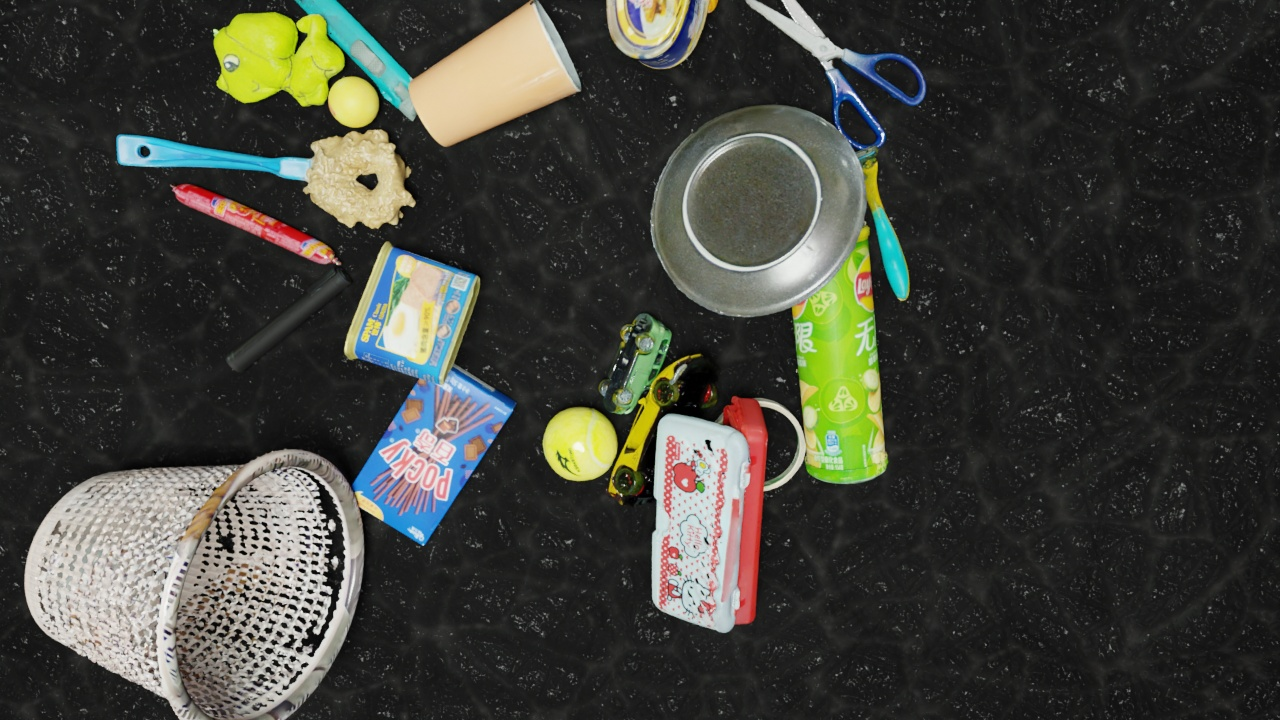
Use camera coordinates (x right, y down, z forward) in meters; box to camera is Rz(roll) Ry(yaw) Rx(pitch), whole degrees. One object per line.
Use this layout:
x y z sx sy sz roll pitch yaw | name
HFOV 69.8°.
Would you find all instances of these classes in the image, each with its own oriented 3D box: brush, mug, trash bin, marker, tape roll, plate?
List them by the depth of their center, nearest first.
-0.119 -0.225 0.736 0.123 0.078 0.078 -24 101 10 | mug
0.090 -0.125 0.739 0.180 0.024 0.179 -4 80 21 | plate
-0.374 0.177 0.758 0.192 0.227 0.227 5 103 19 | trash bin
-0.313 -0.162 0.770 0.255 0.045 0.083 7 106 2 | brush
-0.309 -0.035 0.803 0.132 0.022 0.020 -37 64 7 | marker
0.105 0.077 0.831 0.086 0.014 0.086 0 103 0 | tape roll

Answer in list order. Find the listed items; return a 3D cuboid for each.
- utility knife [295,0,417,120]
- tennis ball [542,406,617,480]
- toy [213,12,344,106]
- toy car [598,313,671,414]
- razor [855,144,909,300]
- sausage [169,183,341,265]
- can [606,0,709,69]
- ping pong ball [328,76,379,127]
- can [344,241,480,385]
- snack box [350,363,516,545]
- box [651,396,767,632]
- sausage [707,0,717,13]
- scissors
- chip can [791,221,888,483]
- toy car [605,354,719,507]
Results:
-0.241 -0.267 0.756 0.029 0.013 0.164 -43 99 9 | utility knife
-0.053 0.073 0.804 0.065 0.065 0.065 0 102 0 | tennis ball
-0.298 -0.248 0.751 0.100 0.031 0.097 32 104 -10 | toy
-0.005 0.005 0.799 0.036 0.043 0.091 24 94 -28 | toy car
0.204 -0.114 0.781 0.043 0.028 0.132 -18 100 30 | razor
-0.329 -0.117 0.786 0.156 0.020 0.020 24 101 -5 | sausage
0.017 -0.308 0.717 0.075 0.049 0.148 13 103 18 | can
-0.235 -0.212 0.754 0.040 0.040 0.040 0 102 0 | ping pong ball
-0.190 -0.037 0.773 0.083 0.057 0.102 19 77 -6 | can
-0.189 0.082 0.826 0.084 0.026 0.157 33 100 -6 | snack box
0.054 0.134 0.789 0.099 0.095 0.202 1 113 0 | box
0.067 -0.357 0.731 0.021 0.021 0.165 12 102 -3 | sausage
0.154 -0.243 0.762 0.171 0.012 0.141 10 102 -1 | scissors
0.168 -0.004 0.783 0.072 0.072 0.221 -8 103 2 | chip can
0.021 0.061 0.802 0.041 0.071 0.156 35 111 36 | toy car
